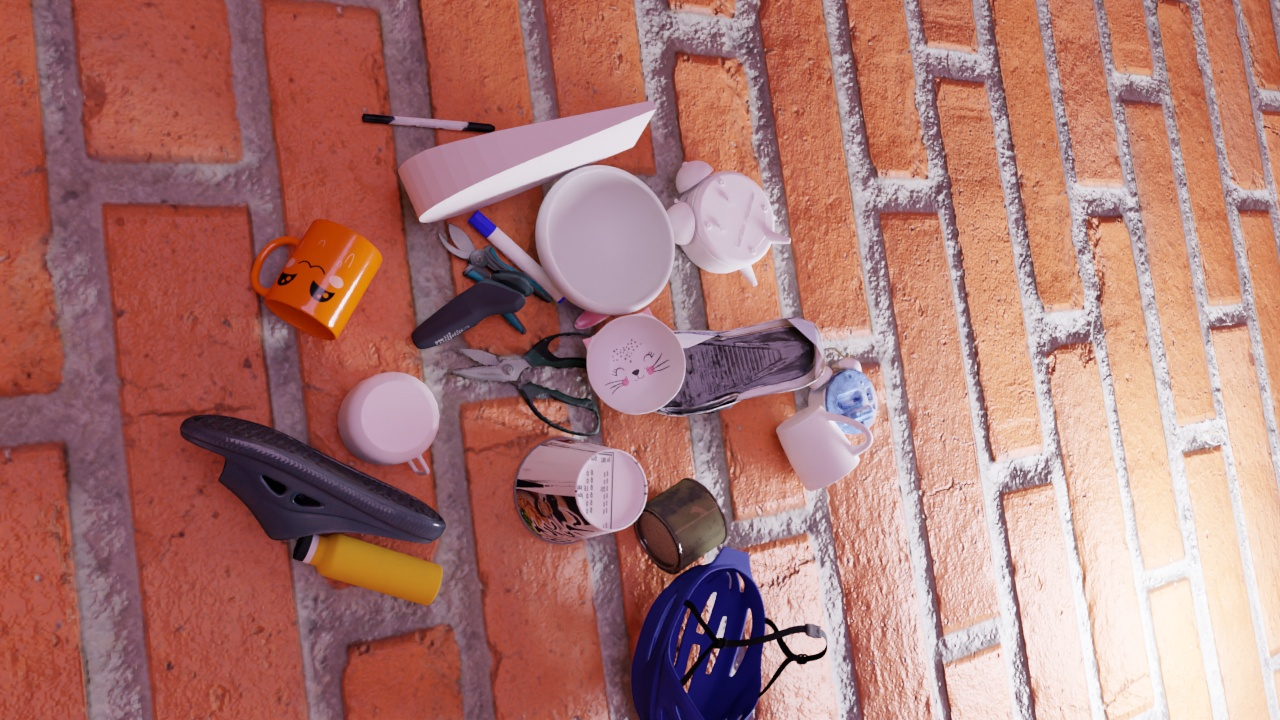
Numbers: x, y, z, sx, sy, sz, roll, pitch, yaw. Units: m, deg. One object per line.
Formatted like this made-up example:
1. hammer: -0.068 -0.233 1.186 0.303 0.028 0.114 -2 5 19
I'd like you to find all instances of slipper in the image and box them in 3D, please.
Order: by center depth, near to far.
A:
1. slipper: -0.319 0.132 0.884 0.268 0.111 0.083 31 85 -28
2. slipper: 0.099 0.008 1.144 0.263 0.063 0.111 -11 89 -8

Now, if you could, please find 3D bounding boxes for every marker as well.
1. marker: -0.236 -0.266 1.032 0.152 0.011 0.011 -3 84 -29
2. marker: -0.139 -0.119 1.059 0.141 0.020 0.020 42 65 -18

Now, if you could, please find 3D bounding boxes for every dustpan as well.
1. dustpan: -0.124 -0.222 0.973 0.257 0.191 0.053 -23 95 -5

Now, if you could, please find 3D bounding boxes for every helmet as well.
1. helmet: 0.097 0.331 1.009 0.147 0.228 0.241 22 75 -34

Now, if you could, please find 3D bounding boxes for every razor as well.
1. razor: -0.184 -0.054 1.002 0.142 0.047 0.052 -34 74 -14

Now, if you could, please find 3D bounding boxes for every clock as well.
1. clock: 0.111 -0.180 1.179 0.161 0.073 0.125 25 71 -24
2. clock: 0.271 0.043 1.250 0.088 0.052 0.125 -14 90 -30

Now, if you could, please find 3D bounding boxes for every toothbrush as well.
1. toothbrush: -0.027 -0.074 1.119 0.134 0.016 0.021 -35 99 -29

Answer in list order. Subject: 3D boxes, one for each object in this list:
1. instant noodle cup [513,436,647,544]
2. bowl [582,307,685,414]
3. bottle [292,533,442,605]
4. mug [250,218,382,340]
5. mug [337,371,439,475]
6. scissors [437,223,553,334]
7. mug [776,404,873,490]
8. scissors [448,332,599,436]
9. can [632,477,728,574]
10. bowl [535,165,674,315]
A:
1. instant noodle cup: -0.059 0.142 1.008 0.123 0.122 0.123 5 80 -29
2. bowl: -0.006 0.006 1.074 0.114 0.050 0.114 0 85 -3
3. bottle: -0.274 0.207 0.923 0.143 0.043 0.043 25 71 -24
4. mug: -0.333 -0.087 0.922 0.112 0.078 0.095 22 70 7
5. mug: -0.252 0.069 0.940 0.094 0.068 0.115 -35 100 -29
6. scissors: -0.162 -0.092 1.044 0.154 0.019 0.126 1 81 -28
7. mug: 0.241 0.104 1.192 0.087 0.114 0.080 58 28 -3
8. scissors: -0.125 0.036 1.049 0.209 0.015 0.137 -3 86 -30
9. can: 0.045 0.195 1.078 0.074 0.090 0.090 -28 97 -30
10. bowl: -0.050 -0.137 1.086 0.176 0.066 0.176 5 81 -29
